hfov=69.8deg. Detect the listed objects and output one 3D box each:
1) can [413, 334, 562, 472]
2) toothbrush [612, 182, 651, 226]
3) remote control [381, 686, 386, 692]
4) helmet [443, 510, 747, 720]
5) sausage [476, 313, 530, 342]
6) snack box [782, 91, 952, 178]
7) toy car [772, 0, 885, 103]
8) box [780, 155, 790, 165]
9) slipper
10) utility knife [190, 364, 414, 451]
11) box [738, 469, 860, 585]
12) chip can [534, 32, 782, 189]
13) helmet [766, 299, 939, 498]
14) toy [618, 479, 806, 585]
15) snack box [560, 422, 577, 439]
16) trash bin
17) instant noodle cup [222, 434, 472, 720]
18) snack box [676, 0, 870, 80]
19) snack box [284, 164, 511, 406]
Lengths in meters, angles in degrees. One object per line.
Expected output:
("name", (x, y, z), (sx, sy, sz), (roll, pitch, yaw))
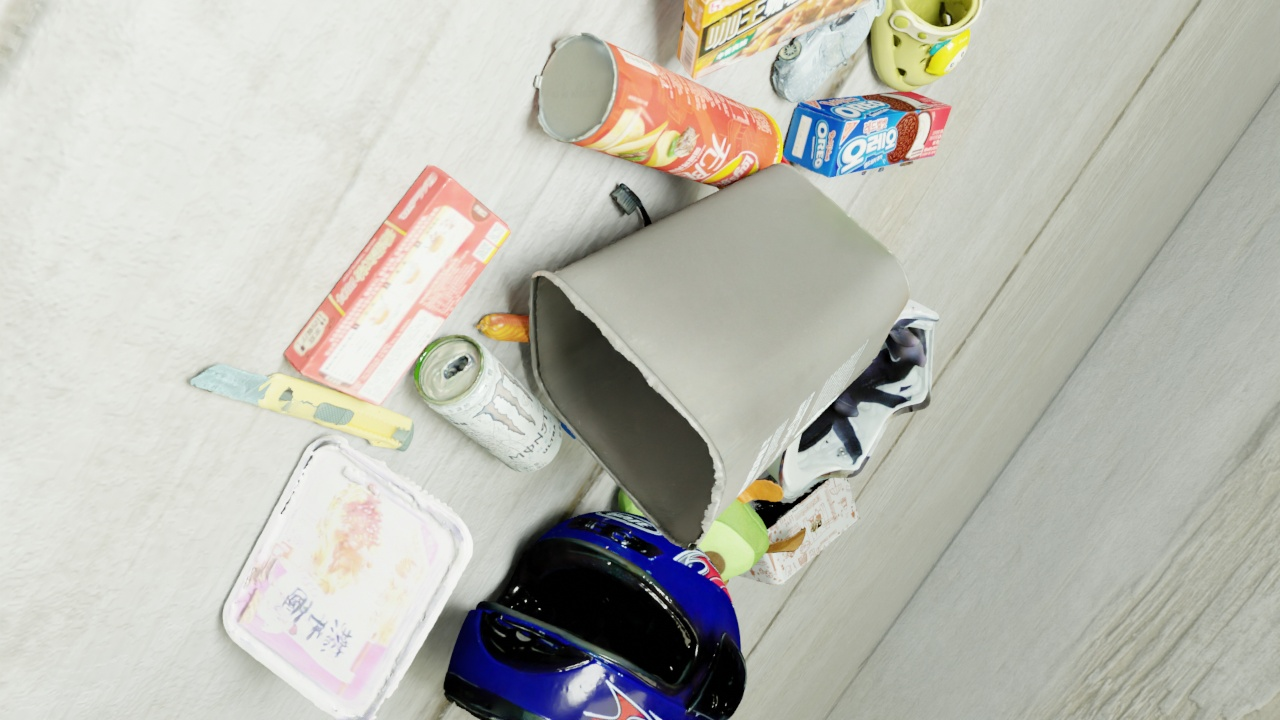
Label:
("can", (-0.112, 0.036, 0.702), (0.058, 0.058, 0.147), (-48, 149, -8))
("toothbrush", (0.015, -0.096, 0.783), (0.016, 0.014, 0.189), (-49, 150, -4))
("remote control", (-0.220, 0.209, 0.737), (0.019, 0.056, 0.135), (-24, 138, -41))
("helmet", (-0.030, 0.262, 0.872), (0.239, 0.248, 0.316), (-65, 149, -25))
("sausage", (-0.070, -0.024, 0.734), (0.164, 0.021, 0.021), (2, 120, -54))
("snack box", (0.224, -0.222, 0.892), (0.207, 0.057, 0.058), (-20, 133, -42))
("toy car", (0.160, -0.271, 0.778), (0.120, 0.037, 0.054), (-49, 150, 0))
("box", (0.157, -0.110, 0.874), (0.095, 0.101, 0.201), (-54, 150, 4))
("slipper", (0.258, -0.310, 0.826), (0.091, 0.081, 0.190), (-48, 147, -3))
("utility knife", (-0.214, 0.032, 0.610), (0.031, 0.020, 0.195), (-59, 145, -1))
("box", (0.149, 0.226, 1.218), (0.178, 0.130, 0.273), (-29, 171, -35))
("chip can", (0.022, -0.170, 0.658), (0.216, 0.073, 0.073), (1, 120, -54))
("helmet", (0.207, 0.018, 1.029), (0.258, 0.146, 0.229), (-40, 146, -7))
("toy", (0.065, 0.183, 1.009), (0.227, 0.089, 0.246), (-33, 126, 26))
("snack box", (-0.005, 0.005, 0.845), (0.156, 0.026, 0.085), (-27, 141, -36))
("trash bin", (0.061, -0.012, 0.685), (0.219, 0.198, 0.199), (-35, 160, -22))
("instant noodle cup", (-0.197, 0.150, 0.649), (0.173, 0.138, 0.060), (-60, 170, 12))
("snack box", (0.098, -0.249, 0.619), (0.153, 0.026, 0.075), (-27, 162, -14))
("snack box", (-0.154, -0.046, 0.595), (0.153, 0.025, 0.075), (-53, 148, 0))
